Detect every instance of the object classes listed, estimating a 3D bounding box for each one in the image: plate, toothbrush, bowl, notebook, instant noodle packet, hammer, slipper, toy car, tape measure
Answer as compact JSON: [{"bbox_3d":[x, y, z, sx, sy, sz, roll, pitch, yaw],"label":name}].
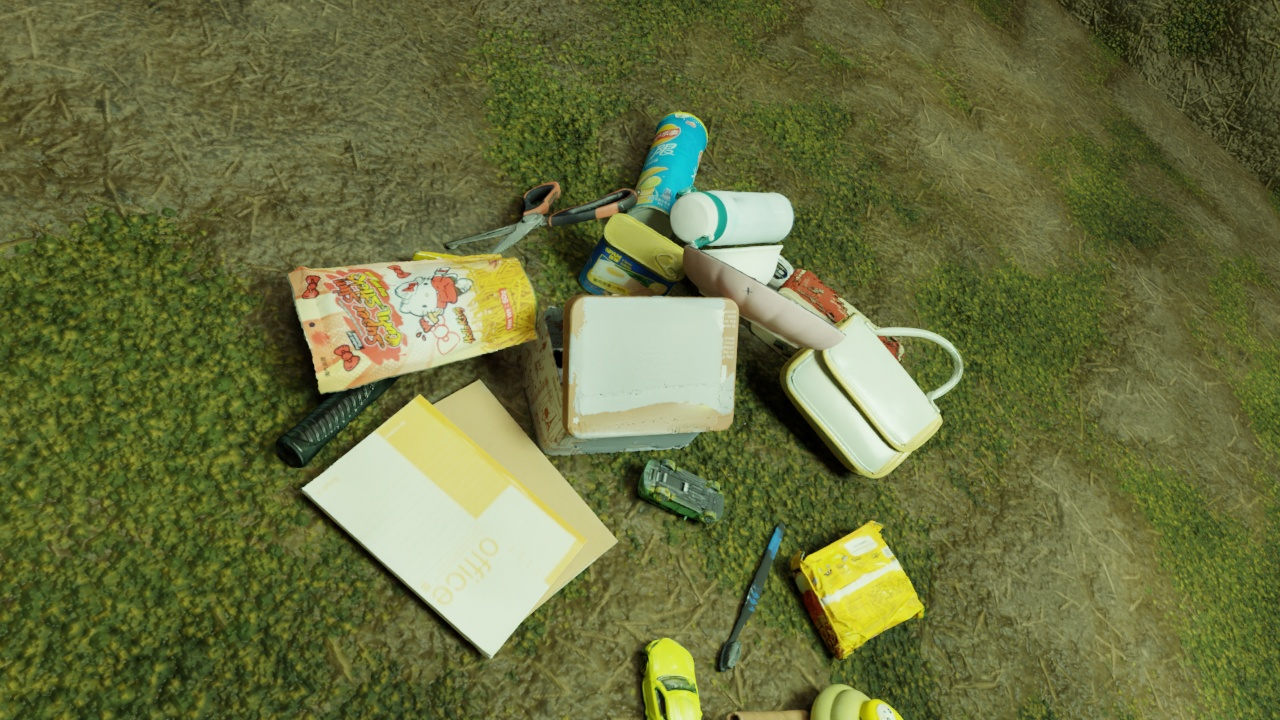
[{"bbox_3d":[0.122,-0.059,0.963,0.192,0.039,0.192,29,5,-3],"label":"plate"},{"bbox_3d":[0.113,0.224,0.890,0.014,0.016,0.189,41,44,-6],"label":"toothbrush"},{"bbox_3d":[0.113,-0.103,1.101,0.118,0.118,0.065,-9,98,-35],"label":"bowl"},{"bbox_3d":[-0.135,0.123,0.828,0.207,0.008,0.147,47,47,11],"label":"notebook"},{"bbox_3d":[0.220,0.229,0.929,0.128,0.044,0.110,-14,70,-33],"label":"instant noodle packet"},{"bbox_3d":[-0.224,-0.006,0.860,0.129,0.033,0.299,37,45,1],"label":"hammer"},{"bbox_3d":[0.235,0.359,0.806,0.190,0.082,0.091,50,30,7],"label":"slipper"},{"bbox_3d":[0.040,0.131,0.905,0.091,0.036,0.043,24,46,-11],"label":"toy car"},{"bbox_3d":[0.029,0.287,0.780,0.048,0.032,0.105,10,50,-23],"label":"toy car"},{"bbox_3d":[-0.162,0.135,0.788,0.206,0.010,0.145,41,47,4],"label":"notebook"},{"bbox_3d":[0.164,-0.107,1.167,0.065,0.034,0.065,-23,68,-43],"label":"tape measure"}]

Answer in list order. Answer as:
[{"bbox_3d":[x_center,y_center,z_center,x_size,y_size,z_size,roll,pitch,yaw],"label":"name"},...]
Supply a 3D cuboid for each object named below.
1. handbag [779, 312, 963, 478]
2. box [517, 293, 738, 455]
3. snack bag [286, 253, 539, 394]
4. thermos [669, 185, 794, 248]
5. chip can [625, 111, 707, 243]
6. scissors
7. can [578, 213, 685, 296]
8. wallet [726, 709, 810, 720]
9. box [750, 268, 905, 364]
[{"bbox_3d":[0.267,0.024,1.021,0.163,0.179,0.063,50,2,0],"label":"handbag"},{"bbox_3d":[-0.004,0.005,0.886,0.181,0.167,0.150,0,55,-30],"label":"box"},{"bbox_3d":[-0.205,-0.045,0.843,0.207,0.073,0.128,-11,63,-29],"label":"snack bag"},{"bbox_3d":[0.112,-0.176,1.122,0.073,0.073,0.223,53,31,15],"label":"thermos"},{"bbox_3d":[0.033,-0.228,1.157,0.071,0.071,0.209,26,47,-10],"label":"chip can"},{"bbox_3d":[-0.103,-0.157,1.005,0.189,0.015,0.224,-1,31,17],"label":"scissors"},{"bbox_3d":[-0.009,-0.102,1.025,0.102,0.083,0.057,31,46,-6],"label":"can"},{"bbox_3d":[0.120,0.354,0.772,0.101,0.020,0.115,18,49,-42],"label":"wallet"},{"bbox_3d":[0.229,-0.031,1.105,0.168,0.092,0.078,38,48,1],"label":"box"}]
